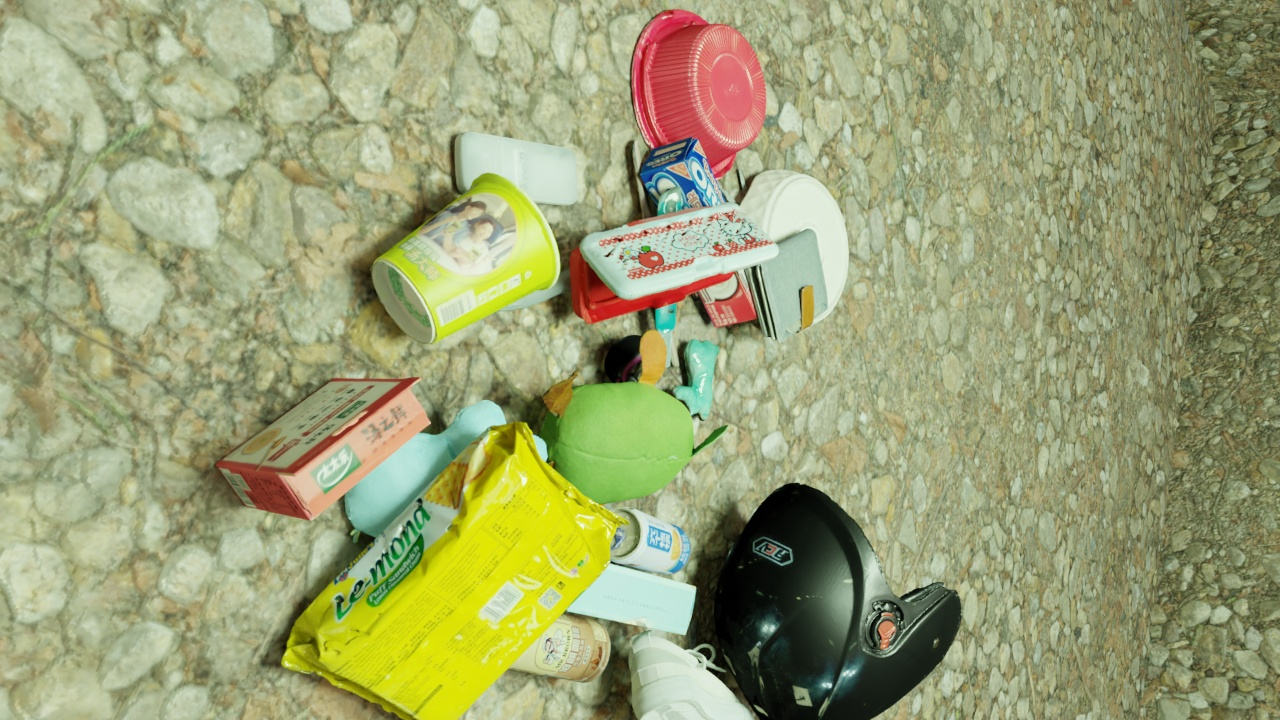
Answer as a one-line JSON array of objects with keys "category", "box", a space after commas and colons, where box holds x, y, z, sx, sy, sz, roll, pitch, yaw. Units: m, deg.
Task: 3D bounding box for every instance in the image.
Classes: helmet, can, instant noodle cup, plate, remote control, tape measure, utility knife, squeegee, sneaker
[{"category": "helmet", "box": [0.191, 0.274, 1.002, 0.229, 0.234, 0.275, -37, 119, -20]}, {"category": "can", "box": [-0.085, 0.257, 0.837, 0.116, 0.059, 0.058, 29, 68, -42]}, {"category": "instant noodle cup", "box": [0.078, -0.295, 1.014, 0.193, 0.066, 0.194, 0, 90, -47]}, {"category": "instant noodle cup", "box": [-0.148, -0.077, 0.751, 0.123, 0.112, 0.112, -38, 116, -30]}, {"category": "can", "box": [0.004, 0.179, 0.906, 0.134, 0.053, 0.053, 38, 61, -61]}, {"category": "plate", "box": [0.192, -0.134, 1.124, 0.204, 0.046, 0.205, 2, 87, -46]}, {"category": "remote control", "box": [-0.112, -0.175, 0.844, 0.135, 0.020, 0.056, -4, 93, -47]}, {"category": "tape measure", "box": [-0.005, 0.005, 0.925, 0.057, 0.039, 0.058, -47, 139, 2]}, {"category": "utility knife", "box": [0.029, -0.085, 0.945, 0.029, 0.013, 0.187, -3, 100, -24]}, {"category": "squeegee", "box": [-0.050, -0.083, 0.896, 0.248, 0.040, 0.248, -21, 105, -44]}, {"category": "sneaker", "box": [0.048, 0.349, 0.968, 0.242, 0.089, 0.090, 52, 13, -50]}]

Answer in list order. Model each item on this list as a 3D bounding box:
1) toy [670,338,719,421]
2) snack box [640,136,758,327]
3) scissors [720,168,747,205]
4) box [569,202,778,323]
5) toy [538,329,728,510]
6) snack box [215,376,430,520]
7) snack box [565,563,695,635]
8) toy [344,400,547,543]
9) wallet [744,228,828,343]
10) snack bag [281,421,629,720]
[{"category": "toy", "box": [0.062, 0.021, 1.014, 0.096, 0.030, 0.092, 10, 80, -56]}, {"category": "snack box", "box": [0.070, -0.135, 0.998, 0.207, 0.058, 0.057, 61, 34, -28]}, {"category": "scissors", "box": [0.150, -0.149, 1.124, 0.162, 0.012, 0.162, -3, 92, -46]}, {"category": "box", "box": [0.038, -0.092, 0.872, 0.201, 0.098, 0.095, -19, 118, -34]}, {"category": "toy", "box": [-0.028, 0.077, 0.875, 0.246, 0.090, 0.227, 10, 109, -49]}, {"category": "snack box", "box": [-0.219, 0.060, 0.652, 0.113, 0.127, 0.044, -43, 119, -37]}, {"category": "snack box", "box": [-0.030, 0.223, 0.884, 0.174, 0.074, 0.051, 27, 70, -43]}, {"category": "toy", "box": [-0.165, 0.097, 0.743, 0.161, 0.050, 0.156, 41, 78, -18]}, {"category": "wallet", "box": [0.174, -0.085, 1.043, 0.129, 0.037, 0.106, -29, 107, -46]}, {"category": "snack bag", "box": [-0.134, 0.179, 0.721, 0.246, 0.068, 0.158, -46, 125, -7]}]
